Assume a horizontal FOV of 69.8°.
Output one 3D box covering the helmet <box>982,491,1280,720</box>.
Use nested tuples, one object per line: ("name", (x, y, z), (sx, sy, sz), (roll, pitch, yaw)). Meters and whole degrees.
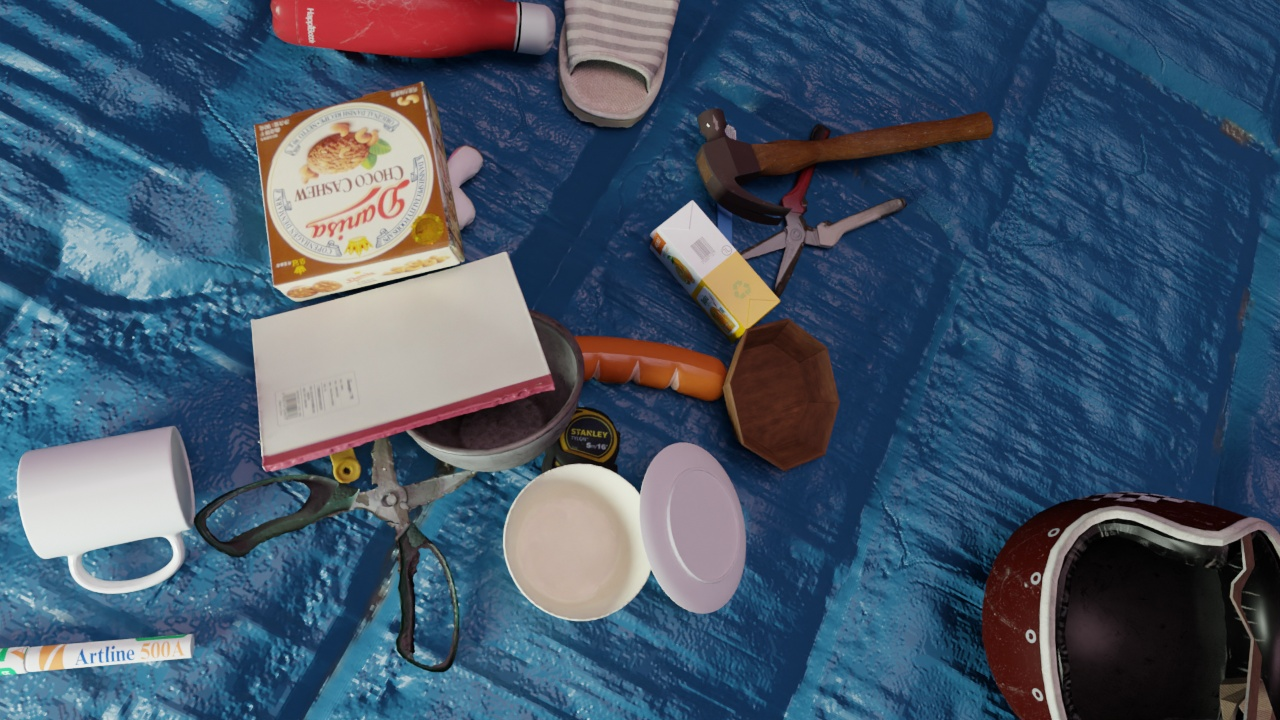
("helmet", (0.395, 0.220, 0.702), (0.233, 0.254, 0.233), (-6, 89, -42))

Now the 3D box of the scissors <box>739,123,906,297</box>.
("scissors", (0.177, -0.144, 0.886), (0.179, 0.015, 0.198), (7, 71, -13))

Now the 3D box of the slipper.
("slipper", (-0.021, -0.350, 0.881), (0.114, 0.054, 0.272), (12, 69, -17))

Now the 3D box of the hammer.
("hammer", (0.206, -0.206, 0.889), (0.322, 0.033, 0.115), (-13, 75, -19))

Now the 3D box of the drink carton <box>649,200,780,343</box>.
("drink carton", (0.061, -0.079, 0.807), (0.040, 0.059, 0.122), (-40, 86, -12))

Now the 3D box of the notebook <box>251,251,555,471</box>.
("notebook", (-0.184, -0.005, 0.692), (0.208, 0.012, 0.153), (-16, 51, -9))

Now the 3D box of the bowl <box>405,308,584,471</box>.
("bowl", (-0.113, 0.032, 0.707), (0.145, 0.067, 0.144), (-2, 49, 2))

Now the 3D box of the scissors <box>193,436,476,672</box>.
("scissors", (-0.206, 0.145, 0.677), (0.201, 0.015, 0.205), (-16, 84, -22))

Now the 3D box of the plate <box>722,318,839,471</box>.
("plate", (0.117, 0.029, 0.790), (0.131, 0.025, 0.131), (6, 80, -35))

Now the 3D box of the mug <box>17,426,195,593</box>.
("mug", (-0.361, 0.107, 0.635), (0.090, 0.074, 0.110), (-10, 102, -18))

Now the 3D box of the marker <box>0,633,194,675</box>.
("marker", (-0.383, 0.200, 0.622), (0.145, 0.017, 0.017), (0, 73, -16))

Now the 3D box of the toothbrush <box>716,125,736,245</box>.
("toothbrush", (0.080, -0.147, 0.861), (0.016, 0.014, 0.166), (6, 72, -14))

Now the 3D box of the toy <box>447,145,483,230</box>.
("toy", (-0.178, -0.137, 0.775), (0.079, 0.038, 0.122), (17, 68, -17))

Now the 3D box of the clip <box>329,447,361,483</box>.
("clip", (-0.229, 0.067, 0.701), (0.054, 0.046, 0.048), (-16, 53, -21))

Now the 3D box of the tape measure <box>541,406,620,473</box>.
("tape measure", (-0.047, 0.069, 0.747), (0.061, 0.034, 0.061), (11, 73, -13))

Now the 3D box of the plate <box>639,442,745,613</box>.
("plate", (0.048, 0.130, 0.726), (0.134, 0.011, 0.134), (22, 59, -44))

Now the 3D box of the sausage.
("sausage", (-0.005, 0.005, 0.776), (0.164, 0.039, 0.044), (7, 71, -13))

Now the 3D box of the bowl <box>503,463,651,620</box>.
("bowl", (-0.051, 0.142, 0.707), (0.115, 0.063, 0.115), (4, 72, -14))

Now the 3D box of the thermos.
("thermos", (-0.193, -0.303, 0.804), (0.239, 0.073, 0.073), (2, 72, -15))

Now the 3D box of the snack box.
("snack box", (-0.225, -0.134, 0.734), (0.143, 0.041, 0.147), (-13, 77, 2))
